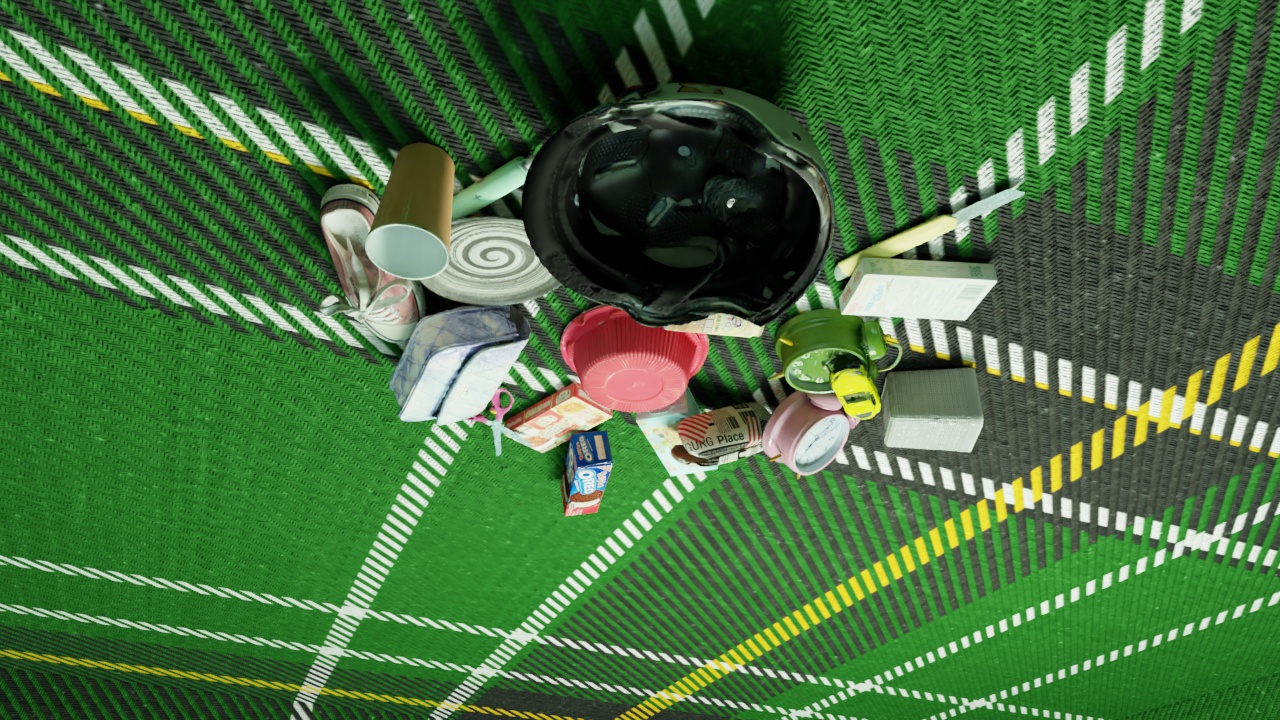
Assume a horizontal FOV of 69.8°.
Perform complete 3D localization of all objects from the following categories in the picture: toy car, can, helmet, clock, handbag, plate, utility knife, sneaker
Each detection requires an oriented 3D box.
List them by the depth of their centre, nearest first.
[{"bbox_3d":[0.044,-0.158,0.848,0.274,0.156,0.230,4,129,14],"label":"helmet"},{"bbox_3d":[0.305,-0.135,0.996,0.221,0.022,0.031,-20,141,37],"label":"utility knife"},{"bbox_3d":[-0.163,-0.114,1.015,0.179,0.024,0.180,-6,155,-3],"label":"plate"},{"bbox_3d":[-0.301,-0.083,1.020,0.118,0.087,0.241,0,145,2],"label":"sneaker"},{"bbox_3d":[0.085,-0.060,1.072,0.116,0.058,0.059,5,145,-6],"label":"can"},{"bbox_3d":[0.268,0.042,1.140,0.048,0.032,0.105,-15,141,21],"label":"toy car"},{"bbox_3d":[-0.228,0.011,1.145,0.134,0.075,0.194,-11,156,-34],"label":"handbag"},{"bbox_3d":[0.245,-0.008,1.146,0.161,0.056,0.116,0,146,0],"label":"clock"},{"bbox_3d":[0.239,0.084,1.245,0.158,0.060,0.117,-53,137,4],"label":"clock"}]

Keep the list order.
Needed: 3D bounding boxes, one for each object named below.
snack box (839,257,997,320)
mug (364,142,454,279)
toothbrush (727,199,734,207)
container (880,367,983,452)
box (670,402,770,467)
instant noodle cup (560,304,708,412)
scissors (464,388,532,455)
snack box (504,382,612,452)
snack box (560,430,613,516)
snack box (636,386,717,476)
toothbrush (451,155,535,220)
[{"bbox_3d":[0.317,-0.081,1.055,0.156,0.026,0.085,3,150,-7],"label":"snack box"},{"bbox_3d":[-0.217,-0.150,0.894,0.078,0.122,0.078,1,145,1],"label":"mug"},{"bbox_3d":[0.072,-0.156,0.963,0.026,0.026,0.222,37,135,-10],"label":"toothbrush"},{"bbox_3d":[0.384,0.066,1.224,0.114,0.090,0.090,0,145,6],"label":"container"},{"bbox_3d":[0.119,0.096,1.246,0.163,0.075,0.083,-8,116,-35],"label":"box"},{"bbox_3d":[-0.007,0.007,1.165,0.194,0.065,0.194,0,145,0],"label":"instant noodle cup"},{"bbox_3d":[-0.213,0.087,1.300,0.130,0.017,0.134,8,130,4],"label":"scissors"},{"bbox_3d":[-0.118,0.084,1.309,0.153,0.025,0.075,-29,136,35],"label":"snack box"},{"bbox_3d":[-0.084,0.172,1.387,0.057,0.058,0.208,-4,152,-13],"label":"snack box"},{"bbox_3d":[0.054,0.102,1.309,0.074,0.051,0.175,-11,143,15],"label":"snack box"},{"bbox_3d":[-0.139,-0.182,0.929,0.225,0.026,0.027,-23,109,30],"label":"toothbrush"}]
